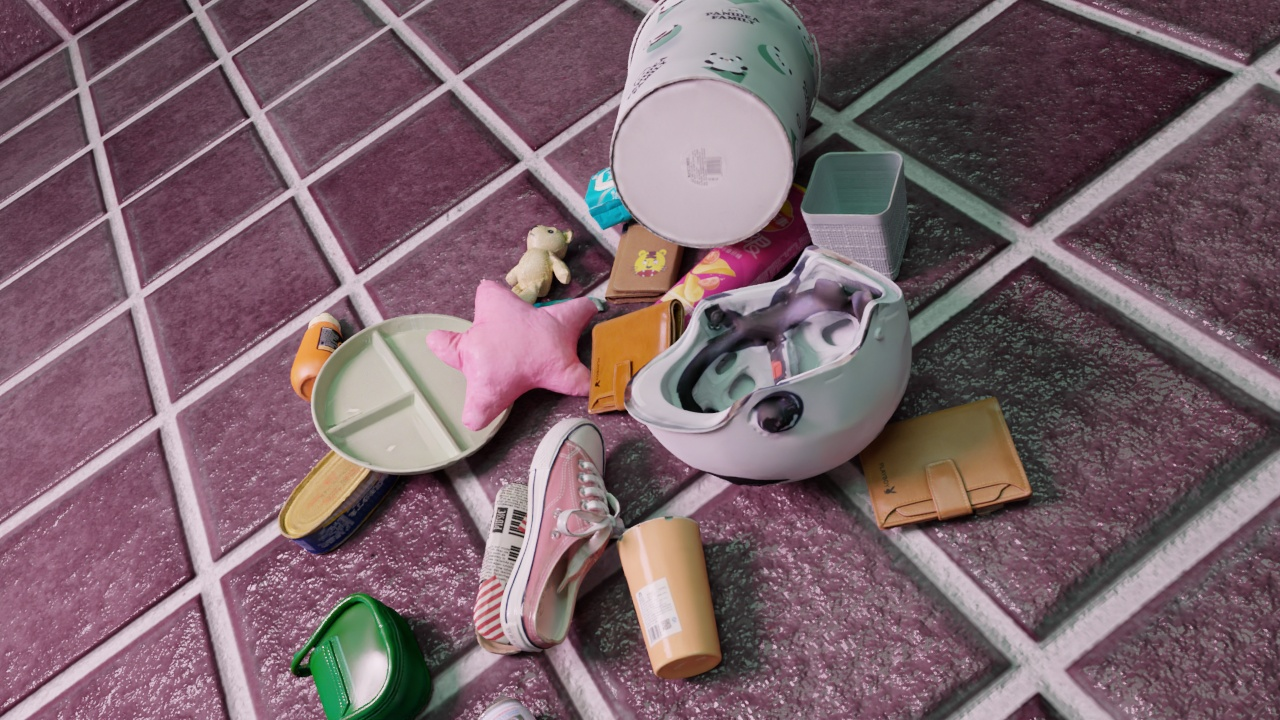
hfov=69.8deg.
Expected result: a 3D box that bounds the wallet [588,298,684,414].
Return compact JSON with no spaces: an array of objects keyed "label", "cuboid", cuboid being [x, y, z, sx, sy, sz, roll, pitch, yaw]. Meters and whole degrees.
[{"label":"wallet","cuboid":[-0.006,0.006,0.960,0.131,0.035,0.119,-15,63,49]}]

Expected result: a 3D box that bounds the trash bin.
[{"label":"trash bin","cuboid":[0.077,-0.262,0.992,0.230,0.230,0.251,-8,35,18]}]

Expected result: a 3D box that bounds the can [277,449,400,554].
[{"label":"can","cuboid":[-0.333,0.146,1.027,0.075,0.049,0.148,26,68,36]}]

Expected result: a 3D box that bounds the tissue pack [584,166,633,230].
[{"label":"tissue pack","cuboid":[-0.017,-0.211,1.131,0.093,0.050,0.133,-21,23,9]}]

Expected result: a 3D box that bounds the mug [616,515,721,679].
[{"label":"mug","cuboid":[0.028,0.208,0.801,0.078,0.078,0.122,-21,53,9]}]

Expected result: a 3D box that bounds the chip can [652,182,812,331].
[{"label":"chip can","cuboid":[0.108,-0.102,1.004,0.210,0.071,0.071,-43,49,-11]}]

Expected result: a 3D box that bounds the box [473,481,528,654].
[{"label":"box","cuboid":[-0.118,0.191,0.874,0.075,0.082,0.163,2,52,8]}]

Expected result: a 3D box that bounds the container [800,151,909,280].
[{"label":"container","cuboid":[0.229,-0.145,0.955,0.090,0.111,0.090,6,57,29]}]

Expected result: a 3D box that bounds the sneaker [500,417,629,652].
[{"label":"sneaker","cuboid":[-0.057,0.152,0.854,0.088,0.118,0.240,-16,42,30]}]

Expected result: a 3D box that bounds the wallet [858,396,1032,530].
[{"label":"wallet","cuboid":[0.264,0.092,0.812,0.132,0.031,0.107,-16,48,15]}]

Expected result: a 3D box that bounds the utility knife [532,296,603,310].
[{"label":"utility knife","cuboid":[-0.116,-0.061,1.112,0.158,0.013,0.029,-7,45,20]}]

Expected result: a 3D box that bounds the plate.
[{"label":"plate","cuboid":[-0.255,0.037,1.045,0.230,0.028,0.229,1,50,-2]}]

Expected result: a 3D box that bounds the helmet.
[{"label":"helmet","cuboid":[0.129,0.025,0.836,0.258,0.146,0.229,-32,23,1]}]

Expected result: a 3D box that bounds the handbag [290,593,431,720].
[{"label":"handbag","cuboid":[-0.270,0.297,0.869,0.120,0.068,0.131,-38,48,-5]}]

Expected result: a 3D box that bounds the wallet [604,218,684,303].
[{"label":"wallet","cuboid":[0.008,-0.121,1.092,0.090,0.033,0.115,0,58,23]}]

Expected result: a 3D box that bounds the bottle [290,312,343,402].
[{"label":"bottle","cuboid":[-0.410,-0.011,1.180,0.067,0.067,0.149,-23,41,6]}]

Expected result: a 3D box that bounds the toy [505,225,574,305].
[{"label":"toy","cuboid":[-0.136,-0.105,1.121,0.105,0.066,0.156,-7,42,41]}]

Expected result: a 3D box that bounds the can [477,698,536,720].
[{"label":"can","cuboid":[-0.086,0.346,0.758,0.053,0.053,0.134,-41,49,-10]}]

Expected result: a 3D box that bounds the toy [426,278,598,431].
[{"label":"toy","cuboid":[-0.134,-0.023,1.024,0.194,0.075,0.178,-19,70,-16]}]
